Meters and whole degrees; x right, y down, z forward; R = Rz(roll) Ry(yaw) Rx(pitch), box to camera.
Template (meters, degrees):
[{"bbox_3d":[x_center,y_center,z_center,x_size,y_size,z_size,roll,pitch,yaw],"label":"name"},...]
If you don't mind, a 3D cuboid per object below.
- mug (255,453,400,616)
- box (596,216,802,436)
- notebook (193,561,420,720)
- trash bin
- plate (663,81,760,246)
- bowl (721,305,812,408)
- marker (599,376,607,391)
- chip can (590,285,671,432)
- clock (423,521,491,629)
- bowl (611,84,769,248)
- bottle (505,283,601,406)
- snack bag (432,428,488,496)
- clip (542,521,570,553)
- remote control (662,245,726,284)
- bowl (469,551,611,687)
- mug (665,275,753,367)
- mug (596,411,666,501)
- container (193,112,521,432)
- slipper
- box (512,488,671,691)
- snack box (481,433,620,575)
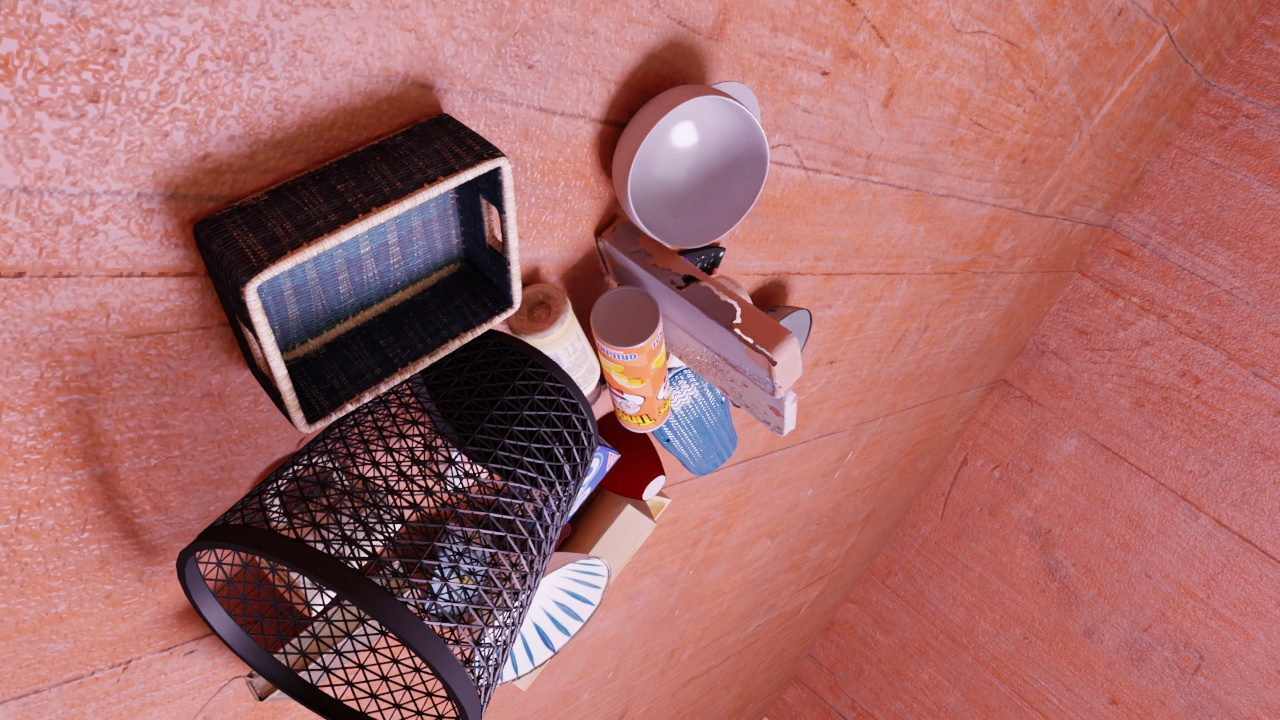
[{"bbox_3d":[-0.257,0.127,0.736,0.097,0.081,0.122,-40,126,-34],"label":"mug"},{"bbox_3d":[0.055,-0.030,0.828,0.042,0.216,0.148,-46,151,-11],"label":"box"},{"bbox_3d":[-0.279,0.255,0.805,0.189,0.034,0.216,-36,172,-23],"label":"notebook"},{"bbox_3d":[-0.155,0.112,0.662,0.217,0.217,0.242,98,17,-45],"label":"trash bin"},{"bbox_3d":[0.062,-0.178,0.868,0.172,0.019,0.173,-36,149,-26],"label":"plate"},{"bbox_3d":[0.147,-0.016,1.153,0.150,0.057,0.151,-35,149,-25],"label":"bowl"},{"bbox_3d":[-0.024,0.014,0.984,0.122,0.015,0.018,-33,154,-25],"label":"marker"},{"bbox_3d":[-0.005,0.005,0.892,0.062,0.062,0.210,-43,159,-14],"label":"chip can"},{"bbox_3d":[-0.185,0.215,0.914,0.125,0.051,0.088,118,-17,-50],"label":"clock"},{"bbox_3d":[0.036,-0.168,0.777,0.131,0.064,0.132,-14,126,-20],"label":"bowl"},{"bbox_3d":[-0.073,-0.006,0.841,0.056,0.056,0.162,-44,152,-12],"label":"bottle"},{"bbox_3d":[-0.140,0.070,0.858,0.115,0.036,0.077,-30,147,-35],"label":"snack bag"},{"bbox_3d":[-0.104,0.218,1.112,0.035,0.022,0.058,-20,146,-50],"label":"clip"},{"bbox_3d":[0.044,-0.097,0.950,0.124,0.010,0.039,-17,138,-46],"label":"remote control"},{"bbox_3d":[-0.119,0.247,0.946,0.177,0.071,0.178,-33,147,-25],"label":"bowl"},{"bbox_3d":[0.063,-0.041,0.955,0.104,0.085,0.112,-20,175,-28],"label":"mug"},{"bbox_3d":[-0.011,0.123,1.055,0.087,0.088,0.114,-47,152,-6],"label":"mug"},{"bbox_3d":[-0.175,-0.060,0.606,0.187,0.071,0.146,-34,149,-28],"label":"container"},{"bbox_3d":[0.061,0.073,1.138,0.103,0.059,0.214,-35,139,-7],"label":"slipper"},{"bbox_3d":[-0.071,0.264,1.155,0.247,0.096,0.261,-51,168,3],"label":"box"},{"bbox_3d":[-0.118,0.168,0.989,0.226,0.059,0.059,-51,149,1],"label":"snack box"}]
